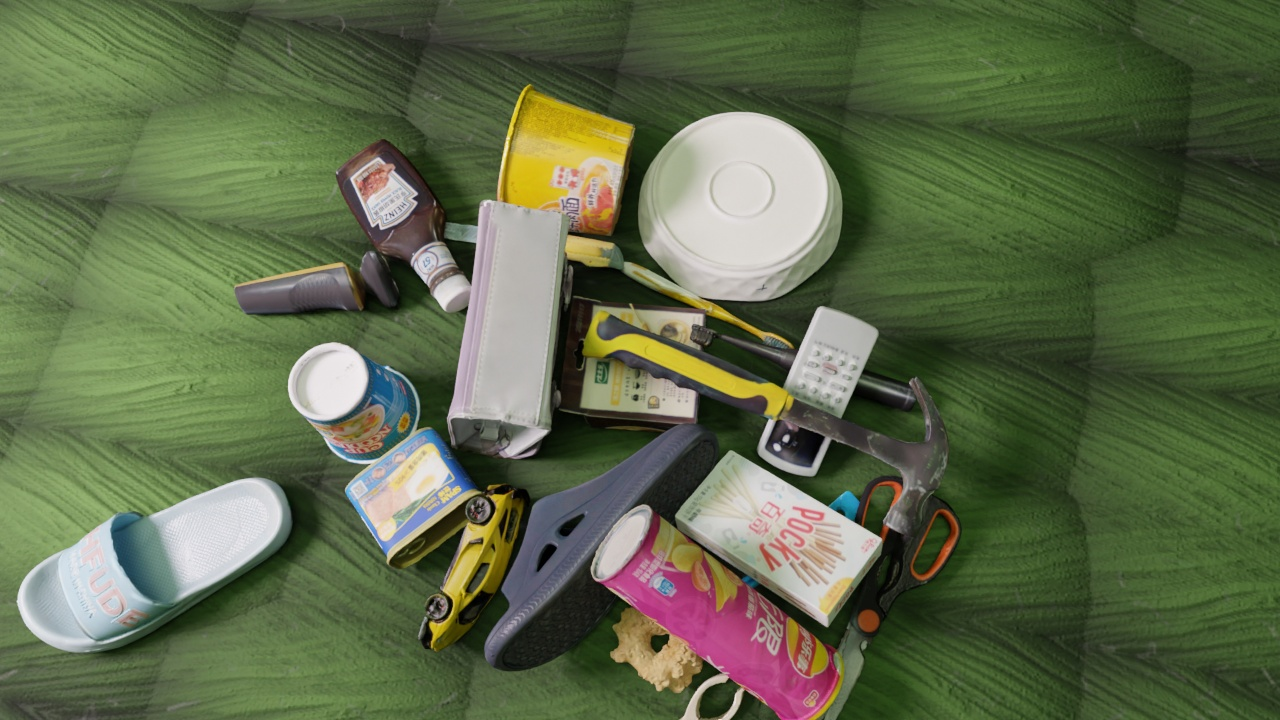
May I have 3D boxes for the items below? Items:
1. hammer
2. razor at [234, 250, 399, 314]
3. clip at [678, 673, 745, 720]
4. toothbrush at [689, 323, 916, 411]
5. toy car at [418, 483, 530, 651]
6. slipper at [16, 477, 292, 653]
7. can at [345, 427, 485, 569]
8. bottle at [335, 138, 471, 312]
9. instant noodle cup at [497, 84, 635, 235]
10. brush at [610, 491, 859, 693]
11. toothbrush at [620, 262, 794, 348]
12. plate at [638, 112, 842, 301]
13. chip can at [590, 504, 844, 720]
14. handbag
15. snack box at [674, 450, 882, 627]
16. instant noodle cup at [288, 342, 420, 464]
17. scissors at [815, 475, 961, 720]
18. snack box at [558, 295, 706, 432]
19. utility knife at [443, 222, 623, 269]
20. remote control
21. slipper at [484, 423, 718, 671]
[{"bbox_3d":[0.106,0.030,0.786,0.323,0.032,0.126,23,89,6],"label":"hammer"},{"bbox_3d":[-0.322,-0.073,0.910,0.167,0.062,0.067,-7,40,8],"label":"razor"},{"bbox_3d":[0.045,0.298,0.762,0.100,0.034,0.071,-46,74,-2],"label":"clip"},{"bbox_3d":[0.147,0.004,0.834,0.212,0.026,0.027,17,67,-2],"label":"toothbrush"},{"bbox_3d":[-0.142,0.179,0.795,0.041,0.071,0.155,20,76,15],"label":"toy car"},{"bbox_3d":[-0.433,0.178,0.816,0.245,0.074,0.104,-25,72,-6],"label":"slipper"},{"bbox_3d":[-0.202,0.122,0.827,0.102,0.057,0.083,-37,70,-8],"label":"can"},{"bbox_3d":[-0.230,-0.132,0.922,0.080,0.044,0.195,-36,73,-1],"label":"bottle"},{"bbox_3d":[-0.068,-0.184,0.885,0.110,0.138,0.137,13,72,-1],"label":"instant noodle cup"},{"bbox_3d":[0.088,0.194,0.792,0.254,0.046,0.083,-33,68,-11],"label":"brush"},{"bbox_3d":[0.060,-0.050,0.884,0.191,0.016,0.018,28,31,12],"label":"toothbrush"},{"bbox_3d":[0.098,-0.159,0.905,0.205,0.045,0.204,-2,71,5],"label":"plate"},{"bbox_3d":[0.062,0.201,0.720,0.210,0.071,0.071,40,76,-15],"label":"chip can"},{"bbox_3d":[-0.117,-0.021,0.824,0.098,0.145,0.196,10,71,-15],"label":"handbag"},{"bbox_3d":[0.115,0.147,0.780,0.157,0.027,0.084,29,61,29],"label":"snack box"},{"bbox_3d":[-0.264,0.034,0.833,0.099,0.110,0.099,-2,71,5],"label":"instant noodle cup"},{"bbox_3d":[0.184,0.202,0.782,0.234,0.022,0.142,-40,84,-12],"label":"scissors"},{"bbox_3d":[-0.005,0.005,0.851,0.126,0.053,0.113,5,71,5],"label":"snack box"},{"bbox_3d":[-0.115,-0.118,0.924,0.211,0.022,0.030,8,66,17],"label":"utility knife"},{"bbox_3d":[0.156,0.029,0.814,0.058,0.021,0.150,21,99,-1],"label":"remote control"},{"bbox_3d":[-0.042,0.148,0.789,0.083,0.111,0.267,33,70,31],"label":"slipper"}]
